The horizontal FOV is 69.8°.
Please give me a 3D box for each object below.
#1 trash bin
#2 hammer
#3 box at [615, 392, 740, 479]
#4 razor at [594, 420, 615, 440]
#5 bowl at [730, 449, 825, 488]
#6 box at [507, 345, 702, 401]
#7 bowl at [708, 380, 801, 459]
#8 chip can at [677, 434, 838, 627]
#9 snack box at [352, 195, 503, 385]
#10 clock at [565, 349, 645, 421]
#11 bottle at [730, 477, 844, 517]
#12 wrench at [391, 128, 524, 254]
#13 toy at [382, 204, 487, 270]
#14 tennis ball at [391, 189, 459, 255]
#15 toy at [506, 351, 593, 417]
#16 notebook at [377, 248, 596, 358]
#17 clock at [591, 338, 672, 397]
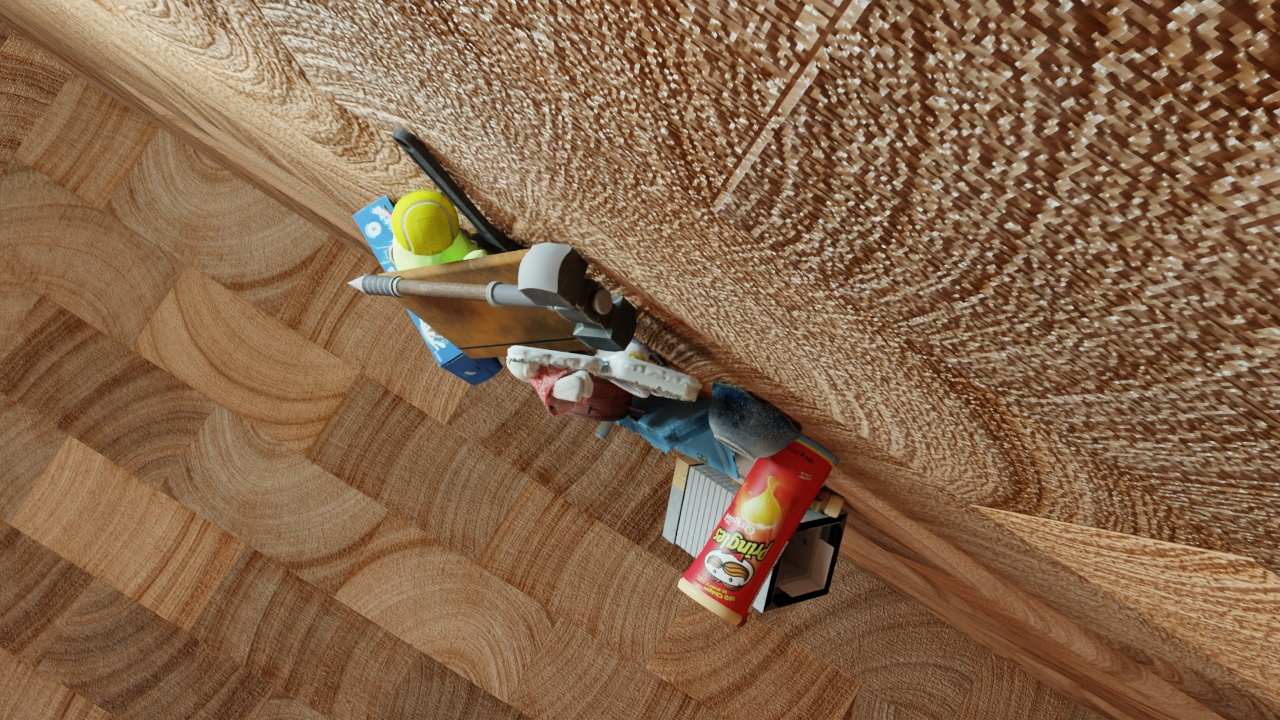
[{"bbox_3d":[0.175,0.260,1.457,0.142,0.142,0.247,-3,-159,-37],"label":"trash bin"},{"bbox_3d":[-0.169,-0.067,0.890,0.323,0.043,0.156,6,161,30],"label":"hammer"},{"bbox_3d":[0.047,0.109,1.254,0.111,0.094,0.232,68,164,-12],"label":"box"},{"bbox_3d":[-0.035,0.068,1.404,0.047,0.116,0.088,24,171,25],"label":"razor"},{"bbox_3d":[0.161,0.143,1.253,0.176,0.066,0.176,32,174,3],"label":"bowl"},{"bbox_3d":[-0.041,0.009,0.935,0.191,0.045,0.209,12,177,-4],"label":"box"},{"bbox_3d":[0.113,0.070,0.977,0.110,0.055,0.110,31,173,4],"label":"bowl"},{"bbox_3d":[0.132,0.183,1.027,0.087,0.213,0.087,32,174,3],"label":"chip can"},{"bbox_3d":[-0.283,-0.087,1.250,0.239,0.056,0.195,59,178,9],"label":"snack box"},{"bbox_3d":[-0.068,0.029,1.249,0.120,0.072,0.158,0,-164,-33],"label":"clock"},{"bbox_3d":[0.220,0.187,1.368,0.166,0.059,0.059,22,172,11],"label":"bottle"},{"bbox_3d":[-0.160,-0.140,0.848,0.073,0.018,0.273,28,171,19],"label":"wrench"},{"bbox_3d":[-0.211,-0.096,1.077,0.197,0.107,0.150,22,172,5],"label":"toy"},{"bbox_3d":[-0.213,-0.136,0.907,0.065,0.065,0.065,32,174,3],"label":"tennis ball"},{"bbox_3d":[-0.119,-0.003,1.135,0.158,0.084,0.194,1,-151,-31],"label":"toy"},{"bbox_3d":[-0.136,-0.051,0.971,0.250,0.014,0.178,-4,147,36],"label":"notebook"},{"bbox_3d":[-0.006,0.006,1.095,0.089,0.052,0.125,37,169,-32],"label":"clock"}]
